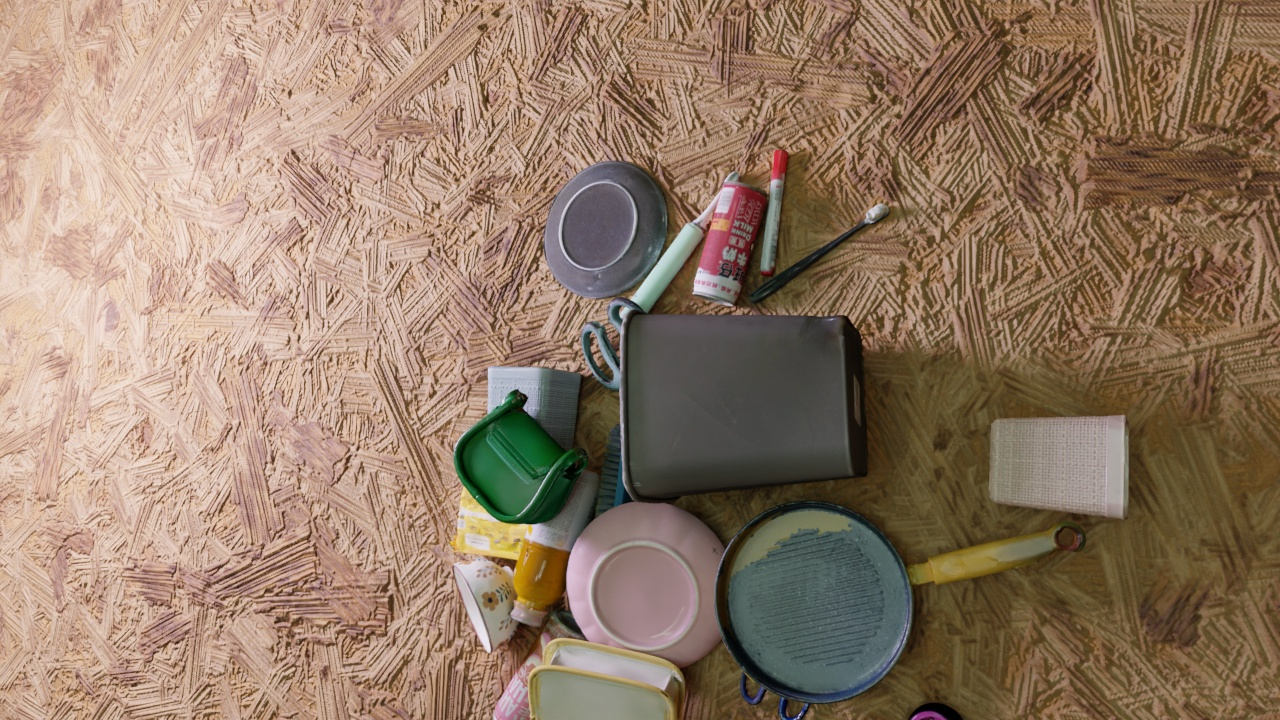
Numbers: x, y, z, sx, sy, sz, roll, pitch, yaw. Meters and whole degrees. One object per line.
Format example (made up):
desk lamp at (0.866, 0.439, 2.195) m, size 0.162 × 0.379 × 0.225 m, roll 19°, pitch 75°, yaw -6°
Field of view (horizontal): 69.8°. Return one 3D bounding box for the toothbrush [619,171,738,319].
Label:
toothbrush at (0.047, -0.130, 1.085) m, size 0.026 × 0.027 × 0.225 m, roll 35°, pitch 100°, yaw -9°

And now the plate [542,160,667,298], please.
plate at (-0.050, -0.166, 1.143) m, size 0.180 × 0.024 × 0.179 m, roll -5°, pitch 80°, yaw 26°

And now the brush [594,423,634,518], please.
brush at (-0.008, 0.144, 1.051) m, size 0.074 × 0.055 × 0.143 m, roll 4°, pitch 83°, yaw 28°

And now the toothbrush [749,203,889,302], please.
toothbrush at (0.194, -0.117, 1.014) m, size 0.181 × 0.018 × 0.015 m, roll -35°, pitch 71°, yaw 20°

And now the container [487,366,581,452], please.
container at (-0.130, 0.066, 1.111) m, size 0.090 × 0.089 × 0.111 m, roll 1°, pitch 86°, yaw 27°

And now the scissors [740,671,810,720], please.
scissors at (0.168, 0.297, 0.961) m, size 0.173 × 0.012 × 0.132 m, roll -45°, pitch 63°, yaw 13°

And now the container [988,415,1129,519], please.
container at (0.384, 0.096, 0.841) m, size 0.111 × 0.090 × 0.090 m, roll 1°, pitch 82°, yaw 30°

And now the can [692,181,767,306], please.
can at (0.101, -0.132, 1.042) m, size 0.053 × 0.053 × 0.132 m, roll 16°, pitch 89°, yaw 28°

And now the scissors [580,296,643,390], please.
scissors at (0.000, 0.006, 1.073) m, size 0.180 × 0.019 × 0.143 m, roll 52°, pitch 127°, yaw 20°

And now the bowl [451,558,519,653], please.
bowl at (-0.176, 0.284, 1.100) m, size 0.062 × 0.114 × 0.113 m, roll -23°, pitch 65°, yaw -22°

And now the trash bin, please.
trash bin at (0.112, 0.045, 0.940) m, size 0.220 × 0.198 × 0.199 m, roll -4°, pitch 81°, yaw 19°

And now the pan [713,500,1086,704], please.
pan at (0.243, 0.215, 0.896) m, size 0.358 × 0.078 × 0.197 m, roll -18°, pitch 73°, yaw 14°

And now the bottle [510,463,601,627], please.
bottle at (-0.101, 0.212, 1.066) m, size 0.068 × 0.068 × 0.189 m, roll 14°, pitch 78°, yaw 28°

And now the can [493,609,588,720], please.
can at (-0.113, 0.365, 1.067) m, size 0.058 × 0.058 × 0.147 m, roll 33°, pitch 97°, yaw 28°

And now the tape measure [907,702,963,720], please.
tape measure at (0.282, 0.358, 0.875) m, size 0.057 × 0.039 × 0.058 m, roll -35°, pitch 68°, yaw 18°

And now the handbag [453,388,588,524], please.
handbag at (-0.135, 0.112, 1.023) m, size 0.131 × 0.068 × 0.120 m, roll 41°, pitch 100°, yaw 23°

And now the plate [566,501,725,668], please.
plate at (0.007, 0.252, 1.002) m, size 0.192 × 0.039 × 0.192 m, roll 1°, pitch 94°, yaw 12°

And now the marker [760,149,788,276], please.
marker at (0.152, -0.168, 1.043) m, size 0.017 × 0.017 × 0.145 m, roll 5°, pitch 84°, yaw 28°

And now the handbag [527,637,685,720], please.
handbag at (-0.035, 0.398, 1.003) m, size 0.163 × 0.063 × 0.179 m, roll 7°, pitch 112°, yaw 15°

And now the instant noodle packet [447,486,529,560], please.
instant noodle packet at (-0.173, 0.192, 1.135) m, size 0.129 × 0.044 × 0.110 m, roll 5°, pitch 79°, yaw 25°
